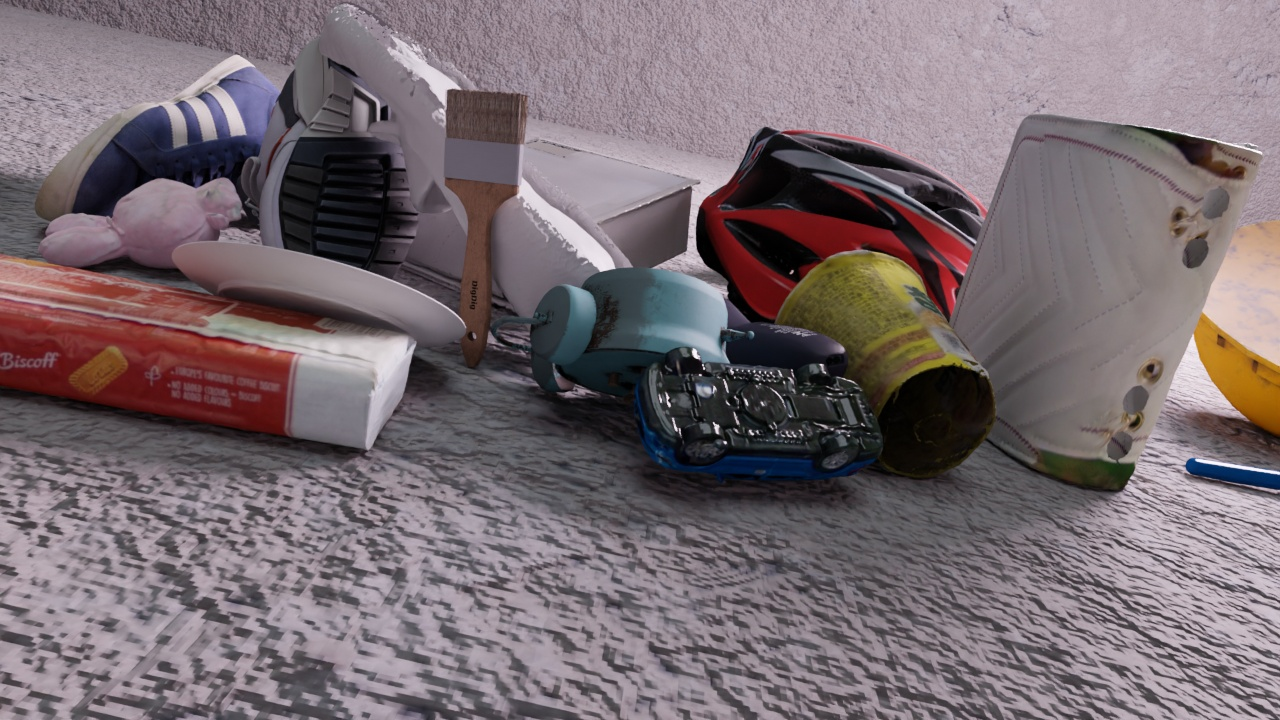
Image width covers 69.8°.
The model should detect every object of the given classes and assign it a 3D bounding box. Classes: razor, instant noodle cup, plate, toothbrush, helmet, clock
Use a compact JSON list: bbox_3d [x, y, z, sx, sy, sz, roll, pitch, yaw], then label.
[{"bbox_3d":[0.062,-0.007,0.507,0.047,0.052,0.143,-8,9,-27],"label":"razor"},{"bbox_3d":[0.135,0.004,0.500,0.102,0.102,0.108,7,26,-17],"label":"instant noodle cup"},{"bbox_3d":[-0.151,-0.024,0.435,0.134,0.011,0.135,10,-14,2],"label":"plate"},{"bbox_3d":[0.426,0.080,0.579,0.168,0.014,0.014,9,51,0],"label":"toothbrush"},{"bbox_3d":[0.548,0.004,0.710,0.205,0.131,0.255,-30,40,-19],"label":"helmet"},{"bbox_3d":[0.177,-0.079,0.719,0.272,0.167,0.217,21,18,-14],"label":"helmet"},{"bbox_3d":[-0.011,-0.010,0.459,0.124,0.053,0.090,9,-18,-7],"label":"clock"}]

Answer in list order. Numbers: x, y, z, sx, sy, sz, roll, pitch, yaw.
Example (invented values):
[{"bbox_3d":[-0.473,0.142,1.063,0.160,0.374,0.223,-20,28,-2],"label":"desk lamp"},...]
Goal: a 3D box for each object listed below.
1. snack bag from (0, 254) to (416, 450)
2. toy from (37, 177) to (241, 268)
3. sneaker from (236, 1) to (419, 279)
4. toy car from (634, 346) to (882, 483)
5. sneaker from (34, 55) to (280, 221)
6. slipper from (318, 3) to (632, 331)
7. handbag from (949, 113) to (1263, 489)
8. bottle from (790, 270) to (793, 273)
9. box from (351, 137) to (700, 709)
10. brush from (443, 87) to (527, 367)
[{"bbox_3d":[-0.214,-0.008,0.383,0.225,0.041,0.077,9,16,-4],"label":"snack bag"},{"bbox_3d":[-0.292,-0.077,0.541,0.110,0.047,0.063,-14,35,-19],"label":"toy"},{"bbox_3d":[-0.208,-0.109,0.590,0.088,0.125,0.239,27,49,-38],"label":"sneaker"},{"bbox_3d":[0.052,0.031,0.417,0.120,0.044,0.056,7,49,-25],"label":"toy car"},{"bbox_3d":[-0.299,-0.128,0.660,0.118,0.092,0.232,37,32,-14],"label":"sneaker"},{"bbox_3d":[-0.101,-0.110,0.534,0.247,0.074,0.112,50,4,8],"label":"slipper"},{"bbox_3d":[0.270,-0.040,0.548,0.096,0.199,0.142,10,18,-13],"label":"handbag"},{"bbox_3d":[0.133,-0.109,0.907,0.063,0.063,0.108,21,19,28],"label":"bottle"},{"bbox_3d":[-0.099,0.038,0.718,0.169,0.404,0.171,23,20,30],"label":"box"},{"bbox_3d":[-0.083,-0.066,0.478,0.045,0.143,0.008,9,14,19],"label":"brush"}]
